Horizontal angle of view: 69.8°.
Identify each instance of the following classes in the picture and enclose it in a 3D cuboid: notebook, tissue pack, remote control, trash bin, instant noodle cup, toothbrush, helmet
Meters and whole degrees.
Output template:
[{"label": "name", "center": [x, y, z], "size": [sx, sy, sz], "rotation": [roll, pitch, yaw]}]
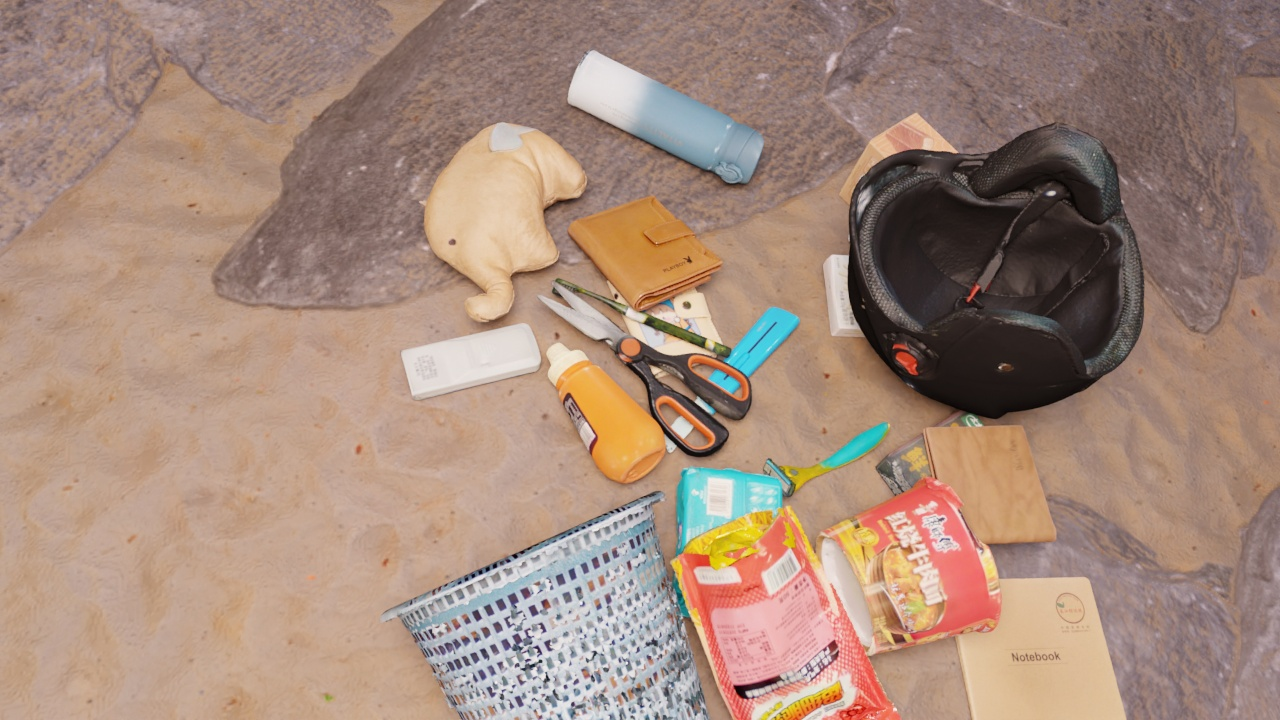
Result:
[{"label": "notebook", "center": [0.358, 0.297, 0.814], "size": [0.147, 0.008, 0.207], "rotation": [2, 64, -10]}, {"label": "tissue pack", "center": [0.077, 0.161, 0.806], "size": [0.093, 0.050, 0.133], "rotation": [8, 64, -8]}, {"label": "remote control", "center": [-0.157, -0.001, 0.859], "size": [0.124, 0.024, 0.049], "rotation": [-15, 67, -16]}, {"label": "trash bin", "center": [-0.049, 0.229, 0.674], "size": [0.226, 0.227, 0.195], "rotation": [-21, 82, -19]}, {"label": "instant noodle cup", "center": [0.221, 0.182, 0.783], "size": [0.108, 0.138, 0.137], "rotation": [-17, 68, -8]}, {"label": "toothbrush", "center": [0.000, -0.039, 0.891], "size": [0.186, 0.012, 0.017], "rotation": [22, 66, 4]}, {"label": "helmet", "center": [0.307, -0.070, 0.836], "size": [0.275, 0.231, 0.232], "rotation": [24, 63, 7]}]

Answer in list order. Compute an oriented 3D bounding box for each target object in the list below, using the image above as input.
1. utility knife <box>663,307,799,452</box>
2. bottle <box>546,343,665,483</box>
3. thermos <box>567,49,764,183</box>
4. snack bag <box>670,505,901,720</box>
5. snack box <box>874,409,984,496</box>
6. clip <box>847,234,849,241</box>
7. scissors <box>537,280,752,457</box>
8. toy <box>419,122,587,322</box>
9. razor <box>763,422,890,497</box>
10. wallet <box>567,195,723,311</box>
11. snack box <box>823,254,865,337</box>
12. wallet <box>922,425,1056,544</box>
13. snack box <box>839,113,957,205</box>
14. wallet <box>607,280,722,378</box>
[{"label": "utility knife", "center": [0.087, 0.017, 0.899], "size": [0.034, 0.018, 0.202], "rotation": [40, 65, 9]}, {"label": "bottle", "center": [-0.040, 0.041, 0.841], "size": [0.066, 0.067, 0.149], "rotation": [-29, 65, -22]}, {"label": "thermos", "center": [0.030, -0.262, 1.000], "size": [0.220, 0.070, 0.070], "rotation": [27, 62, 4]}, {"label": "snack bag", "center": [0.113, 0.229, 0.736], "size": [0.128, 0.073, 0.208], "rotation": [-25, 95, -5]}, {"label": "snack box", "center": [0.309, 0.113, 0.877], "size": [0.125, 0.053, 0.113], "rotation": [-29, 72, -17]}, {"label": "clip", "center": [0.247, -0.120, 0.996], "size": [0.024, 0.026, 0.056], "rotation": [-24, 79, -15]}, {"label": "scissors", "center": [0.009, -0.009, 0.875], "size": [0.160, 0.022, 0.234], "rotation": [-25, 74, -23]}, {"label": "toy", "center": [-0.145, -0.134, 0.896], "size": [0.143, 0.083, 0.225], "rotation": [15, 64, 7]}, {"label": "razor", "center": [0.183, 0.091, 0.873], "size": [0.132, 0.028, 0.043], "rotation": [-23, 39, -18]}, {"label": "wallet", "center": [0.004, -0.111, 0.922], "size": [0.107, 0.031, 0.131], "rotation": [-24, 53, -21]}, {"label": "snack box", "center": [0.273, -0.066, 0.965], "size": [0.156, 0.027, 0.084], "rotation": [1, 70, -9]}, {"label": "wallet", "center": [0.317, 0.112, 0.839], "size": [0.101, 0.020, 0.115], "rotation": [-2, 64, -9]}, {"label": "snack box", "center": [0.289, -0.193, 0.998], "size": [0.076, 0.093, 0.094], "rotation": [-34, 74, -24]}, {"label": "wallet", "center": [0.027, -0.044, 0.916], "size": [0.087, 0.024, 0.115], "rotation": [-19, 67, -13]}]
